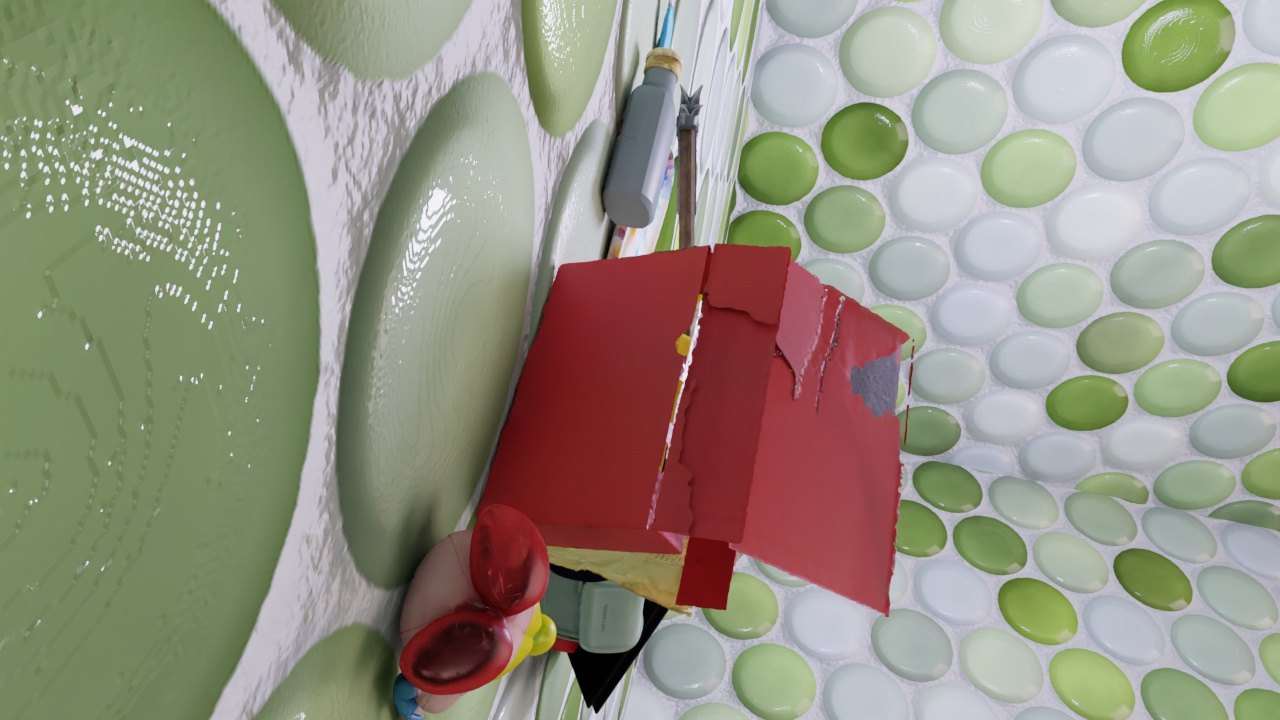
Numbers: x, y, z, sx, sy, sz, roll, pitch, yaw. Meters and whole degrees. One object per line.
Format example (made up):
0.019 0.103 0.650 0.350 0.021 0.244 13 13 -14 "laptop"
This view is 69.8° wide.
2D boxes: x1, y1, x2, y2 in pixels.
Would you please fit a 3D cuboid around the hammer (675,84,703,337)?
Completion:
0.049 -0.112 0.978 0.147 0.028 0.316 93 -2 -80 "hammer"

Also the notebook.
-0.020 0.280 1.023 0.169 0.019 0.232 -54 -173 -8 "notebook"

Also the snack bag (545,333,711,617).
0.002 0.067 0.750 0.068 0.159 0.246 131 -23 -59 "snack bag"

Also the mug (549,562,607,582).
-0.042 0.143 0.796 0.111 0.097 0.079 -71 170 -47 "mug"

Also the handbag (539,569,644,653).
-0.045 0.215 0.868 0.067 0.106 0.122 -67 167 -48 "handbag"

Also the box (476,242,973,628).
0.064 0.033 0.601 0.124 0.316 0.210 83 18 -60 "box"

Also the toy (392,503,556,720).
-0.086 0.149 0.504 0.132 0.097 0.124 136 -23 -67 "toy"

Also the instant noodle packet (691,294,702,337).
0.077 -0.065 1.183 0.221 0.163 0.084 -45 144 -79 "instant noodle packet"

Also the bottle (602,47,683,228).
0.006 -0.207 0.834 0.072 0.046 0.161 79 23 -73 "bottle"

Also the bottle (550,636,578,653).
-0.072 0.251 0.989 0.036 0.036 0.118 87 15 -64 "bottle"

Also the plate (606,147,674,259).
-0.002 -0.140 0.959 0.187 0.016 0.187 56 51 -80 "plate"

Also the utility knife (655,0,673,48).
0.023 -0.314 0.933 0.031 0.015 0.210 -71 174 -56 "utility knife"
